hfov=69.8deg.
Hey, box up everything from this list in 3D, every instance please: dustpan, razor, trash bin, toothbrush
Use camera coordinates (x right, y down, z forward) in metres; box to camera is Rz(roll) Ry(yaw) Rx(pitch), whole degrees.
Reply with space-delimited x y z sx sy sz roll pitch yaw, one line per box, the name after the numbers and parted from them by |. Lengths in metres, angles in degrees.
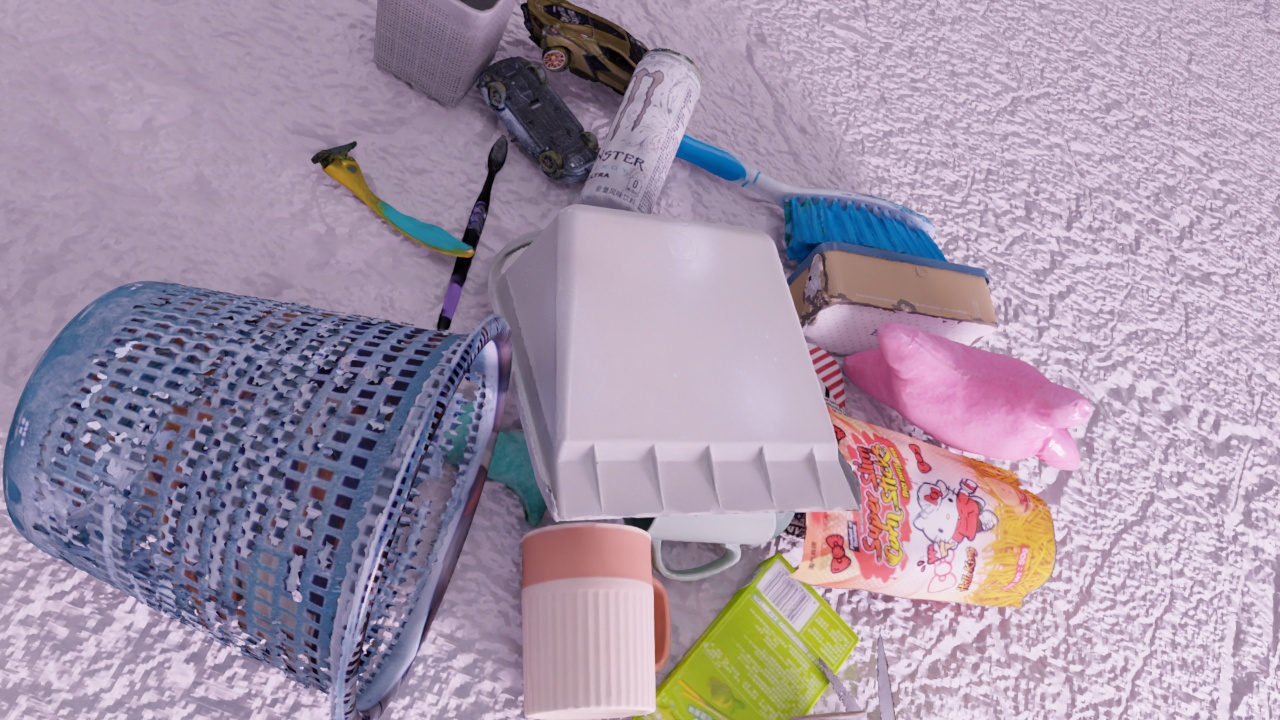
0.003 -0.006 0.642 0.222 0.143 0.257 3 69 -27 | dustpan
-0.178 -0.113 0.675 0.132 0.028 0.043 36 25 1 | razor
-0.196 0.055 0.487 0.195 0.227 0.226 18 58 1 | trash bin
-0.126 -0.102 0.700 0.014 0.017 0.188 19 60 -14 | toothbrush

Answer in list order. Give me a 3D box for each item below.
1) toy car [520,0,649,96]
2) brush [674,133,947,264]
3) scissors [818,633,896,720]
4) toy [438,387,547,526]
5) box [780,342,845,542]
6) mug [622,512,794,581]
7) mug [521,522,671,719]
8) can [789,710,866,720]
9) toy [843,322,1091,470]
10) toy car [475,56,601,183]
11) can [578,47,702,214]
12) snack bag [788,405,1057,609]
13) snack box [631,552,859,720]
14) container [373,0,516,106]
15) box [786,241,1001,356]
-0.033 -0.267 0.792 0.158 0.042 0.070 15 47 -36 | toy car
0.127 -0.135 0.806 0.314 0.061 0.109 11 55 -15 | brush
0.171 0.278 0.607 0.159 0.014 0.177 30 61 -11 | scissors
-0.096 0.056 0.622 0.092 0.030 0.096 23 54 -13 | toy
0.123 0.061 0.709 0.070 0.056 0.164 11 60 -4 | box
0.046 0.097 0.634 0.106 0.082 0.111 9 90 -23 | mug
-0.022 0.166 0.573 0.114 0.082 0.105 25 53 -45 | mug
0.125 0.286 0.558 0.053 0.053 0.134 2 69 -22 | can
0.249 0.030 0.721 0.195 0.178 0.074 24 76 26 | toy
-0.083 -0.196 0.754 0.120 0.037 0.054 50 53 2 | toy car
0.001 -0.177 0.746 0.058 0.058 0.146 24 74 -10 | can
0.205 0.116 0.680 0.207 0.073 0.128 16 70 -21 | snack bag
0.074 0.212 0.614 0.086 0.026 0.156 46 56 4 | snack box
-0.152 -0.274 0.718 0.090 0.115 0.090 30 56 -6 | container
0.212 -0.043 0.769 0.184 0.090 0.060 6 61 -23 | box
